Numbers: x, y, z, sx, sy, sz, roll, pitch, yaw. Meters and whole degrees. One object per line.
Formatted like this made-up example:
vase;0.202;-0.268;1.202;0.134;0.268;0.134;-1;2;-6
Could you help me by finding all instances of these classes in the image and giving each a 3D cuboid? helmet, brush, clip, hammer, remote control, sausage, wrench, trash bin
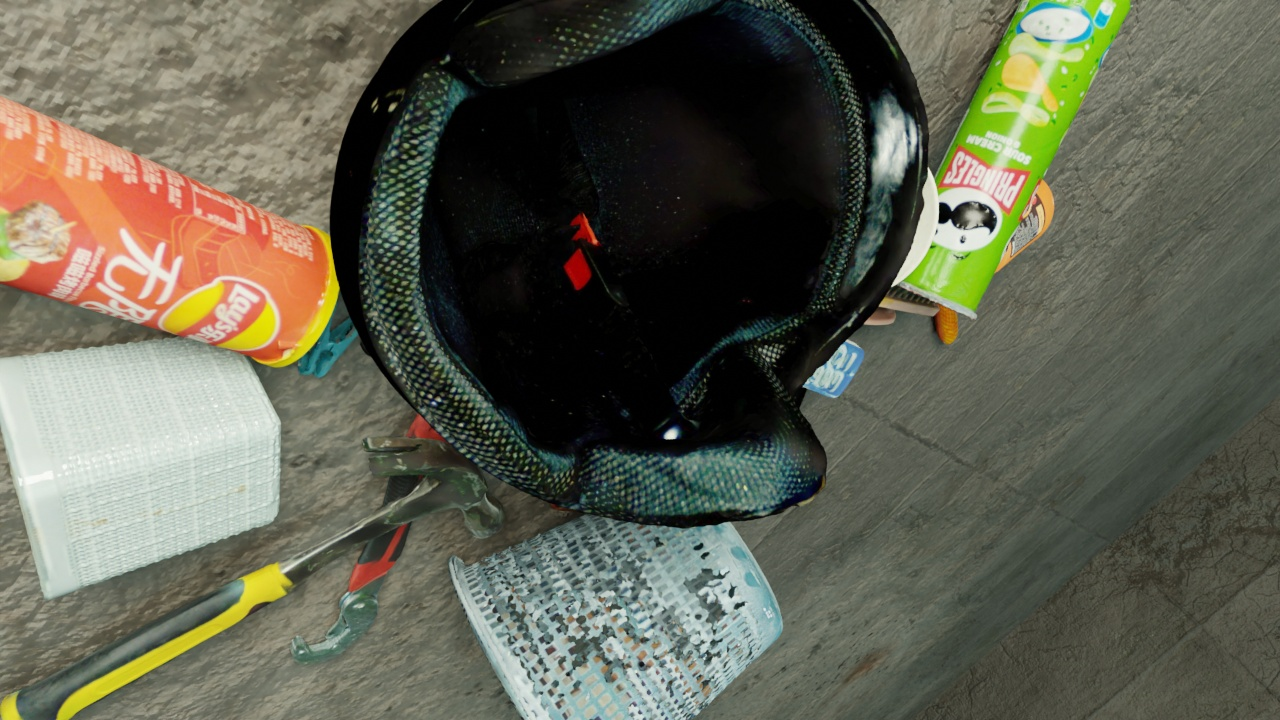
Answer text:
helmet;-0.005;-0.069;0.420;0.274;0.230;0.234;-24;118;-28
brush;0.180;-0.063;0.732;0.145;0.063;0.073;3;136;-42
clip;-0.175;-0.013;0.515;0.038;0.013;0.055;17;116;-49
hammer;-0.251;0.147;0.594;0.323;0.032;0.126;-28;141;-7
remote control;0.117;-0.011;0.726;0.125;0.024;0.049;21;109;-23
sausage;0.286;-0.059;0.865;0.021;0.021;0.165;-37;145;-3
wrench;-0.189;0.131;0.662;0.056;0.016;0.274;3;128;-44
trash bin;-0.008;0.199;0.714;0.195;0.226;0.227;-31;144;-11

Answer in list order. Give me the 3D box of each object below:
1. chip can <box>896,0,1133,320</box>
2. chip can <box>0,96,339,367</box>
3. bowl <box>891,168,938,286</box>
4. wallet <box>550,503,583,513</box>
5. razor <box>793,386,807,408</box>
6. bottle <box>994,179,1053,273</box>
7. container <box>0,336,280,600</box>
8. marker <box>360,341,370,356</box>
chip can;0.253;-0.149;0.642;0.072;0.072;0.236;12;106;-48
chip can;-0.228;-0.058;0.366;0.073;0.073;0.216;-48;144;13
bowl;0.141;-0.103;0.636;0.113;0.113;0.062;-43;-171;7
wallet;-0.002;0.090;0.759;0.125;0.032;0.101;-43;145;24
razor;0.123;0.030;0.790;0.062;0.067;0.168;-15;133;-42
bottle;0.281;-0.101;0.741;0.149;0.067;0.067;-41;152;-38
container;-0.245;0.045;0.455;0.111;0.090;0.090;-14;139;-36
marker;-0.112;-0.041;0.540;0.124;0.015;0.018;-34;143;-1
